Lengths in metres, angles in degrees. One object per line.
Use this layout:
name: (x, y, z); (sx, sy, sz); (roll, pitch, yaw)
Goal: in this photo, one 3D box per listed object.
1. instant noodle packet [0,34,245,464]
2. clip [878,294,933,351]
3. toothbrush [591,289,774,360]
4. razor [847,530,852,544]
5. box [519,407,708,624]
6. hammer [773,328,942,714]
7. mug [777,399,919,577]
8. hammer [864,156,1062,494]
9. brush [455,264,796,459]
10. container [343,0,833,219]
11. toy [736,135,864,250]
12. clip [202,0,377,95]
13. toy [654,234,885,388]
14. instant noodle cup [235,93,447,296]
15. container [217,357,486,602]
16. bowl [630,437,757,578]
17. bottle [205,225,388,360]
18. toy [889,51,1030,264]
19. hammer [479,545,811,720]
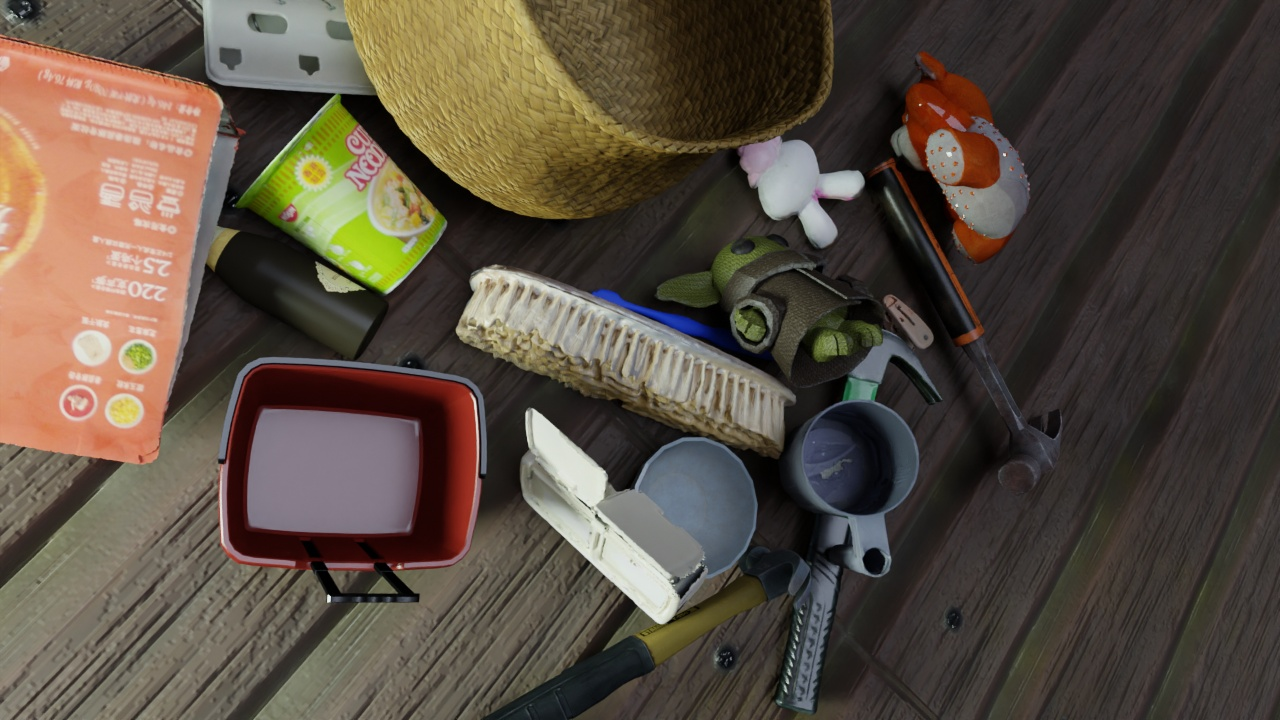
instant noodle packet: (-0.340, -0.060, 0.527); (0.164, 0.084, 0.220); (11, 85, -12)
clip: (0.239, -0.033, 0.822); (0.024, 0.041, 0.061); (-39, 104, -26)
toothbrush: (0.040, -0.026, 0.745); (0.182, 0.018, 0.016); (17, 75, -25)
razor: (0.189, 0.126, 0.788); (0.144, 0.022, 0.043); (-57, 147, -17)
box: (-0.024, 0.102, 0.586); (0.143, 0.184, 0.050); (39, 68, 14)
hammer: (0.161, 0.125, 0.754); (0.130, 0.032, 0.318); (15, 80, -1)
mug: (0.154, 0.097, 0.690); (0.084, 0.104, 0.124); (-7, 81, -4)
hammer: (0.296, -0.044, 0.842); (0.137, 0.035, 0.314); (-23, 85, -51)
brush: (-0.004, 0.004, 0.680); (0.271, 0.083, 0.056); (23, 72, -21)
container: (-0.039, -0.253, 0.612); (0.306, 0.197, 0.306); (10, 75, -42)
toy: (0.133, -0.154, 0.794); (0.122, 0.038, 0.079); (32, 83, -18)
clip: (-0.236, -0.236, 0.636); (0.126, 0.096, 0.152); (-2, 63, -27)
toy: (0.117, -0.045, 0.714); (0.179, 0.153, 0.078); (-13, 131, -33)
instant noodle cup: (-0.191, -0.103, 0.610); (0.108, 0.099, 0.098); (42, 68, -22)
container: (-0.164, 0.065, 0.532); (0.148, 0.201, 0.127); (7, 80, -24)
bowl: (0.034, 0.113, 0.706); (0.106, 0.039, 0.106); (4, 80, -24)
bottle: (-0.257, -0.064, 0.597); (0.184, 0.045, 0.045); (30, 71, -10)
toy: (0.280, -0.188, 0.823); (0.164, 0.093, 0.172); (44, 31, -45)
hammer: (-0.021, 0.215, 0.636); (0.332, 0.118, 0.025); (-24, 93, -20)
